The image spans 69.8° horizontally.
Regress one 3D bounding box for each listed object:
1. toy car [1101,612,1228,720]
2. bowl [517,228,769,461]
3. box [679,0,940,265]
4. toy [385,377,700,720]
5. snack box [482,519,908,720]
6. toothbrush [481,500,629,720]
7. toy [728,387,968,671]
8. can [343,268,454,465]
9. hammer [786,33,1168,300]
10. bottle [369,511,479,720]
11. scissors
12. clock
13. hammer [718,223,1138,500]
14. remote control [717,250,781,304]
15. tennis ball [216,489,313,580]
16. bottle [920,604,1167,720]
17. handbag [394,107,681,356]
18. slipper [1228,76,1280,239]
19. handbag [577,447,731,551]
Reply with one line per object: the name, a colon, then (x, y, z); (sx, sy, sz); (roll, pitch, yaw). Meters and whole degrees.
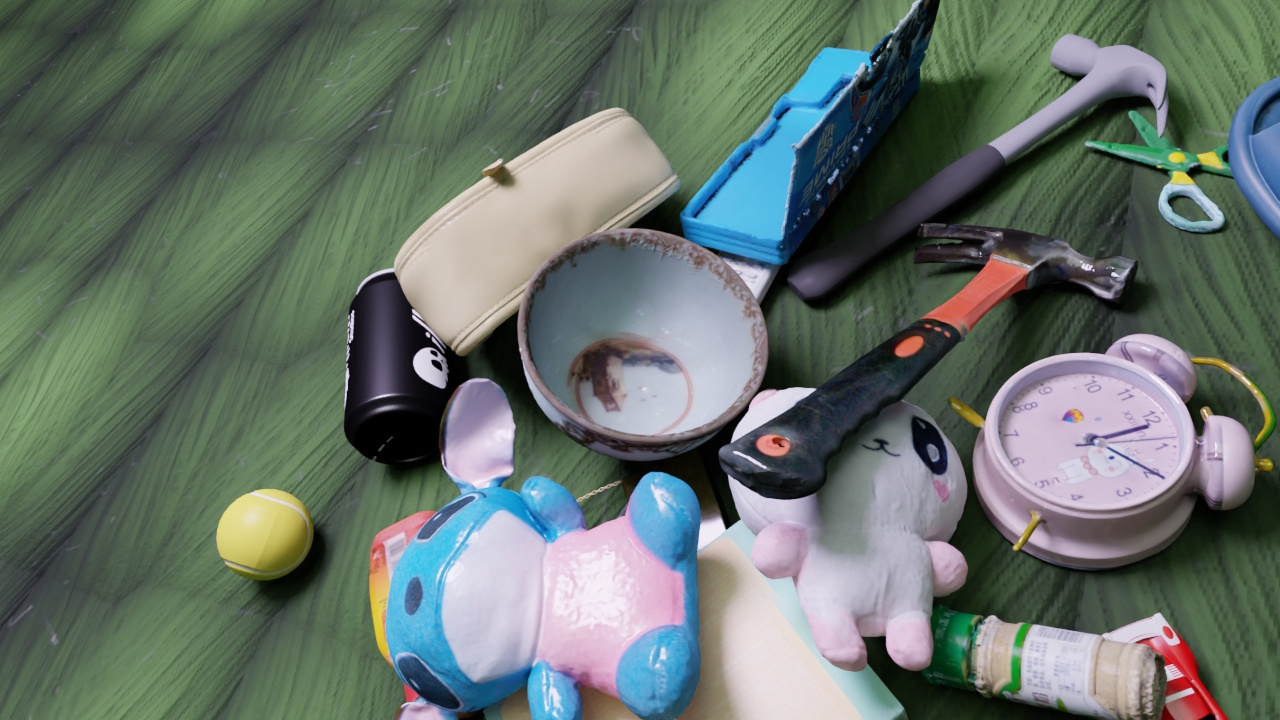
toy car: (0.261, 0.171, 0.441); (0.038, 0.025, 0.089); (-23, 49, 4)
bowl: (-0.004, 0.004, 0.608); (0.160, 0.094, 0.159); (4, 57, -6)
box: (0.133, -0.192, 0.695); (0.114, 0.114, 0.242); (19, 57, 32)
toy: (-0.055, 0.119, 0.510); (0.192, 0.099, 0.223); (-7, 63, 19)
snack box: (0.025, 0.197, 0.505); (0.193, 0.044, 0.141); (-35, 49, -6)
toothbrush: (-0.050, 0.160, 0.568); (0.188, 0.014, 0.017); (-53, 38, -8)
toy: (0.115, 0.087, 0.502); (0.139, 0.102, 0.179); (11, 39, -7)
can: (-0.187, 0.003, 0.715); (0.080, 0.080, 0.145); (-19, 50, 8)
hammer: (0.244, -0.136, 0.673); (0.311, 0.029, 0.125); (-34, 40, -2)
bottle: (-0.135, 0.166, 0.591); (0.071, 0.048, 0.134); (-26, 49, 3)
scissors: (0.367, -0.131, 0.637); (0.131, 0.012, 0.112); (23, 66, 33)
clock: (0.266, 0.046, 0.512); (0.158, 0.059, 0.116); (-19, 50, 7)
hammer: (0.162, -0.011, 0.525); (0.133, 0.033, 0.332); (25, 40, 34)
remote control: (0.067, -0.047, 0.687); (0.050, 0.022, 0.133); (16, 62, 30)
tennis ball: (-0.272, 0.126, 0.666); (0.065, 0.065, 0.065); (-11, 51, 14)
bottle: (0.197, 0.151, 0.456); (0.110, 0.042, 0.042); (0, 53, 39)
handbag: (-0.073, -0.102, 0.696); (0.232, 0.191, 0.088); (-40, 94, -12)
slipper: (0.434, -0.101, 0.551); (0.104, 0.059, 0.213); (-11, 56, 9)
handbag: (-0.029, 0.125, 0.601); (0.178, 0.027, 0.084); (-26, 51, 9)
